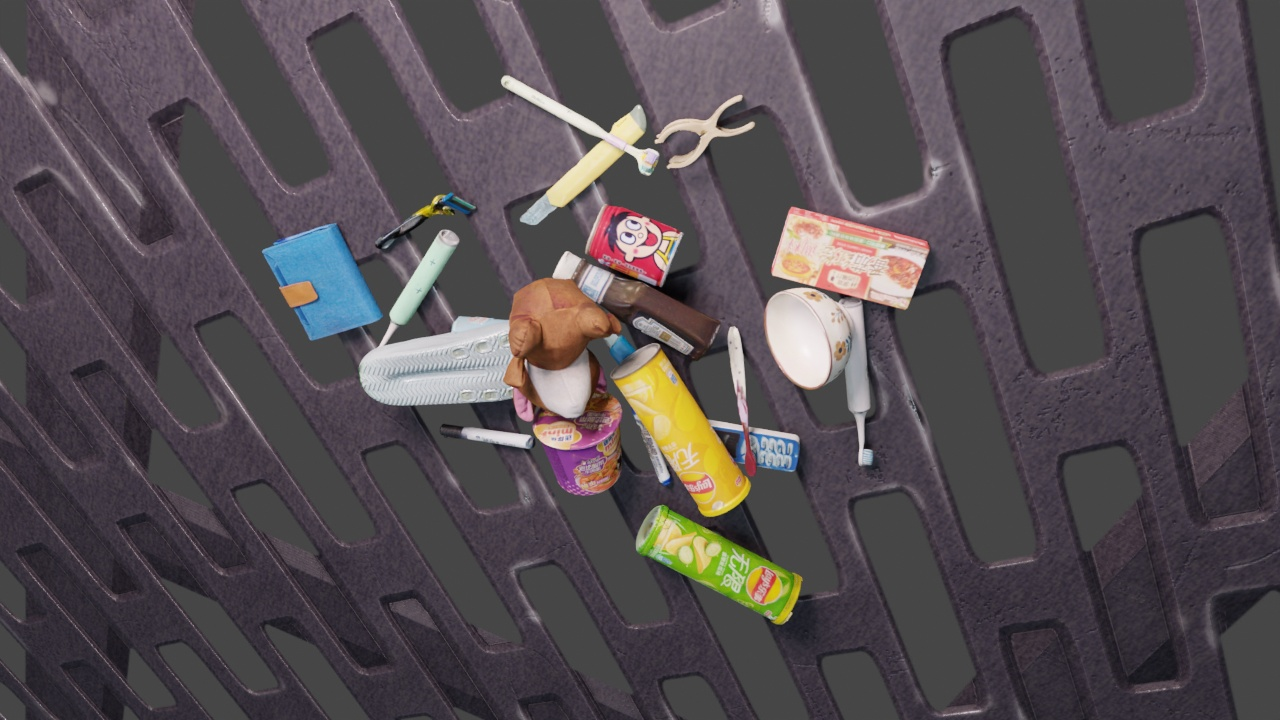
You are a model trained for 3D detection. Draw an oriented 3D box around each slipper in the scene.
[{"bbox_3d":[-0.221,-0.002,1.130,0.245,0.074,0.104,-9,126,-1],"label":"slipper"}]

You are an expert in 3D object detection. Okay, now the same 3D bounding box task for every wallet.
[{"bbox_3d":[-0.396,-0.096,1.144,0.106,0.040,0.133,-14,114,16],"label":"wallet"}]

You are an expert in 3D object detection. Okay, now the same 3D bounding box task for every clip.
[{"bbox_3d":[0.059,-0.247,0.950,0.105,0.034,0.081,-36,106,23],"label":"clip"}]

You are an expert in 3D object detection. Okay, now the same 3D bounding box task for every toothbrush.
[{"bbox_3d":[0.123,0.050,1.096,0.016,0.017,0.188,-4,105,21],"label":"toothbrush"},{"bbox_3d":[-0.066,-0.253,0.974,0.189,0.020,0.029,30,121,4],"label":"toothbrush"},{"bbox_3d":[0.252,0.030,1.063,0.026,0.026,0.221,1,119,24],"label":"toothbrush"},{"bbox_3d":[-0.285,-0.073,1.135,0.027,0.026,0.225,24,124,-26],"label":"toothbrush"}]

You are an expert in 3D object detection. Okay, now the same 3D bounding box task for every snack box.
[{"bbox_3d":[0.225,-0.110,0.991,0.153,0.025,0.075,16,121,4],"label":"snack box"}]

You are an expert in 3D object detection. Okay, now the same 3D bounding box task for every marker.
[{"bbox_3d":[0.010,0.097,1.166,0.017,0.016,0.146,-12,115,19],"label":"marker"},{"bbox_3d":[-0.203,0.101,1.220,0.131,0.018,0.023,8,141,10],"label":"marker"}]

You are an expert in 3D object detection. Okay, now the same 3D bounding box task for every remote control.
[{"bbox_3d":[0.134,0.104,1.135,0.125,0.024,0.049,9,120,13],"label":"remote control"}]

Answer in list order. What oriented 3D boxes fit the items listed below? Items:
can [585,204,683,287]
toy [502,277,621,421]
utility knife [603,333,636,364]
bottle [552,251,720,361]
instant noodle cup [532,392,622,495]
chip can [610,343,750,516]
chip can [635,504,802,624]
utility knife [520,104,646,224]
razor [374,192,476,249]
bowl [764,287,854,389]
[{"bbox_3d":[-0.007,-0.128,1.013,0.094,0.066,0.067,22,122,1],"label":"can"},{"bbox_3d":[-0.089,0.002,1.041,0.140,0.130,0.200,-11,150,-13],"label":"toy"},{"bbox_3d":[-0.007,0.007,1.117,0.034,0.018,0.207,-35,106,15],"label":"utility knife"},{"bbox_3d":[-0.006,-0.064,1.048,0.195,0.044,0.080,27,162,-2],"label":"bottle"},{"bbox_3d":[-0.070,0.106,1.143,0.112,0.111,0.099,0,128,14],"label":"instant noodle cup"},{"bbox_3d":[0.049,0.084,1.097,0.072,0.071,0.213,-26,107,25],"label":"chip can"},{"bbox_3d":[0.101,0.267,1.208,0.221,0.072,0.073,27,121,-3],"label":"chip can"},{"bbox_3d":[-0.064,-0.207,1.009,0.195,0.020,0.031,-38,100,21],"label":"utility knife"},{"bbox_3d":[-0.261,-0.165,1.081,0.143,0.022,0.042,-22,156,27],"label":"razor"},{"bbox_3d":[0.194,-0.031,1.012,0.062,0.113,0.113,-23,120,-24],"label":"bowl"}]
